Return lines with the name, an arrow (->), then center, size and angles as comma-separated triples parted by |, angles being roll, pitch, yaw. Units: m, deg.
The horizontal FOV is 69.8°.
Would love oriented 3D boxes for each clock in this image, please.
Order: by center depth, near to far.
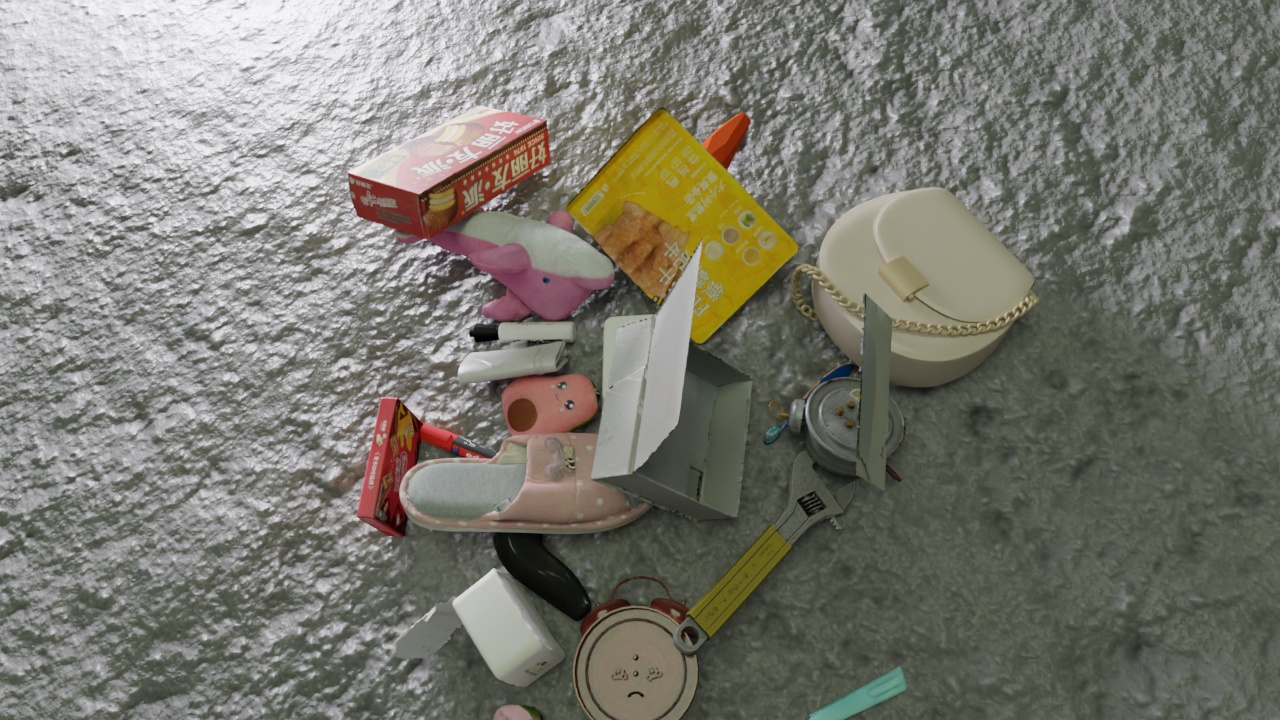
clock -> 0.000, 0.288, 0.890 | 0.120, 0.072, 0.157 | -3, 67, 7
clock -> 0.205, 0.066, 0.953 | 0.148, 0.056, 0.103 | 13, 54, 4

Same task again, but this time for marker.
marker -> -0.180, 0.104, 1.025 | 0.145, 0.023, 0.021 | 20, 63, 16
marker -> -0.140, -0.033, 1.079 | 0.126, 0.025, 0.025 | 0, 66, 9

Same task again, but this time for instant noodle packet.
instant noodle packet -> 0.050, -0.150, 1.054 | 0.163, 0.084, 0.221 | -44, 80, 11

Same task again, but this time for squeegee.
squeegee -> 0.076, -0.224, 1.113 | 0.250, 0.055, 0.184 | 32, 82, 20

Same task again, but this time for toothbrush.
toothbrush -> 0.185, 0.045, 1.000 | 0.135, 0.017, 0.021 | -39, 69, -9

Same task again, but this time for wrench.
wrench -> 0.123, 0.185, 0.906 | 0.083, 0.018, 0.272 | 43, 60, 14

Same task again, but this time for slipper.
slipper -> -0.109, 0.124, 0.950 | 0.274, 0.055, 0.114 | -3, 45, -11

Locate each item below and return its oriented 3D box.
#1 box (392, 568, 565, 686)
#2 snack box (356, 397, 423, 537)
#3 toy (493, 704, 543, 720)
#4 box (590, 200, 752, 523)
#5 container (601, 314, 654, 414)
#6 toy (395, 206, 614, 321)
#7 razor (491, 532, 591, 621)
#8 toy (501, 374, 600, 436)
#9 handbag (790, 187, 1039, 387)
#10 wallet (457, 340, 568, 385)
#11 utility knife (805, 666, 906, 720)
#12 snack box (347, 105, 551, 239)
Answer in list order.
box -> -0.168, 0.278, 0.901 | 0.136, 0.109, 0.124 | -36, 65, -9
snack box -> -0.270, 0.117, 0.997 | 0.021, 0.089, 0.132 | 1, 67, 8
toy -> -0.161, 0.415, 0.842 | 0.205, 0.106, 0.131 | -37, 63, -10
box -> 0.030, 0.022, 0.839 | 0.150, 0.369, 0.166 | 5, 67, 8
container -> -0.006, 0.006, 1.028 | 0.081, 0.049, 0.129 | -3, 66, 7
toy -> -0.155, -0.111, 1.084 | 0.266, 0.128, 0.186 | 22, 28, 19
razor -> -0.101, 0.210, 0.955 | 0.140, 0.053, 0.063 | 41, 52, 17
toy -> -0.099, 0.050, 1.021 | 0.110, 0.051, 0.090 | -20, 63, -1
handbag -> 0.298, -0.078, 1.003 | 0.208, 0.103, 0.210 | -29, 65, -13
wallet -> -0.143, -0.001, 1.035 | 0.116, 0.086, 0.032 | -7, 104, 3
utility knife -> 0.195, 0.329, 0.874 | 0.129, 0.015, 0.022 | -26, 61, -1
snack box -> -0.221, -0.231, 1.097 | 0.113, 0.060, 0.235 | 20, 42, 26
